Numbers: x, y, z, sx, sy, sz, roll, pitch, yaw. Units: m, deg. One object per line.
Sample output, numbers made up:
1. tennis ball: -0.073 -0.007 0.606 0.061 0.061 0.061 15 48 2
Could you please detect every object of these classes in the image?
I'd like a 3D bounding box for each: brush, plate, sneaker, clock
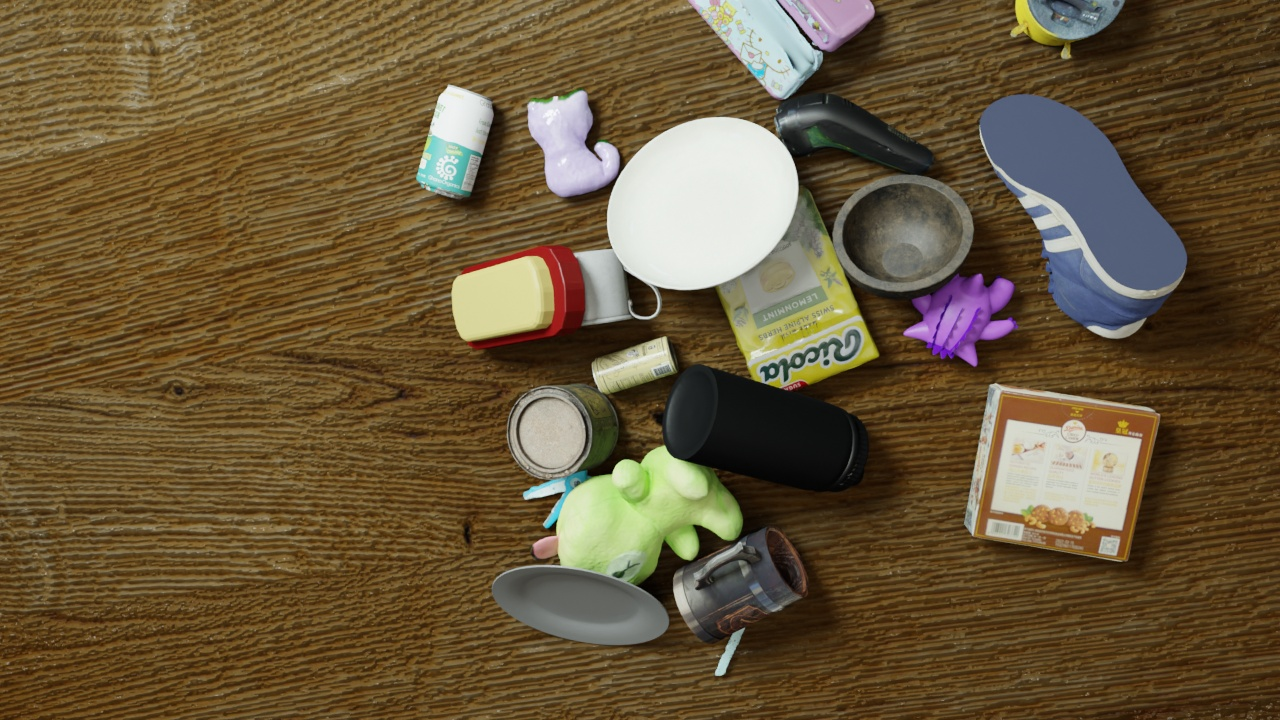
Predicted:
1. brush: -0.124 -0.057 0.871 0.174 0.041 0.082 -8 91 46
2. plate: -0.059 0.241 0.912 0.178 0.012 0.179 8 142 6
3. sneaker: 0.391 -0.125 0.829 0.091 0.118 0.233 -30 59 3
4. plate: 0.059 -0.141 0.856 0.182 0.034 0.182 -8 65 18
5. clock: 0.379 -0.331 0.800 0.083 0.057 0.119 25 101 5

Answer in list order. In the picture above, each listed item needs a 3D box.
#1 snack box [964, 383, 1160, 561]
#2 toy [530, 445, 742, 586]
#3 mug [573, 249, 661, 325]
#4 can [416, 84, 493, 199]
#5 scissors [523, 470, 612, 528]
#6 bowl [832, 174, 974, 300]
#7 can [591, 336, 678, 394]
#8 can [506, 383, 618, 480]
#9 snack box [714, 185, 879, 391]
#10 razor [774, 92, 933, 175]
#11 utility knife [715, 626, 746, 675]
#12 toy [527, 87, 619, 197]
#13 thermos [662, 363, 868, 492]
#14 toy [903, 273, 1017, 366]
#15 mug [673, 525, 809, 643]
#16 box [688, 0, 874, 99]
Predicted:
1. snack box: 0.394 0.104 0.866 0.143 0.041 0.147 8 99 7
2. toy: -0.005 0.153 0.899 0.197 0.107 0.150 -22 136 19
3. mug: -0.037 -0.069 0.884 0.113 0.084 0.070 -7 94 11
4. can: -0.181 -0.213 0.900 0.055 0.055 0.102 20 100 5
5. scissors: -0.054 0.131 0.951 0.118 0.013 0.140 35 99 1
6. bowl: 0.241 -0.104 0.844 0.121 0.056 0.121 -7 65 14
7. can: -0.005 0.005 0.912 0.079 0.038 0.038 -17 95 10
8. can: -0.076 0.069 0.904 0.090 0.074 0.090 0 90 19
9. snack box: 0.138 -0.065 0.878 0.121 0.045 0.181 -22 94 11
10. razor: 0.196 -0.204 0.855 0.151 0.053 0.067 21 126 -3
11. utility knife: 0.110 0.252 0.940 0.022 0.015 0.167 25 99 5
12. toy: -0.064 -0.212 0.894 0.080 0.036 0.100 -13 101 0
13. thermos: 0.127 0.069 0.846 0.198 0.086 0.086 16 101 -28
14. toy: 0.295 -0.045 0.852 0.106 0.055 0.088 26 103 11
15. mug: 0.088 0.211 0.882 0.107 0.115 0.080 -33 52 23
16. box: 0.106 -0.357 0.853 0.214 0.091 0.089 49 58 -1
